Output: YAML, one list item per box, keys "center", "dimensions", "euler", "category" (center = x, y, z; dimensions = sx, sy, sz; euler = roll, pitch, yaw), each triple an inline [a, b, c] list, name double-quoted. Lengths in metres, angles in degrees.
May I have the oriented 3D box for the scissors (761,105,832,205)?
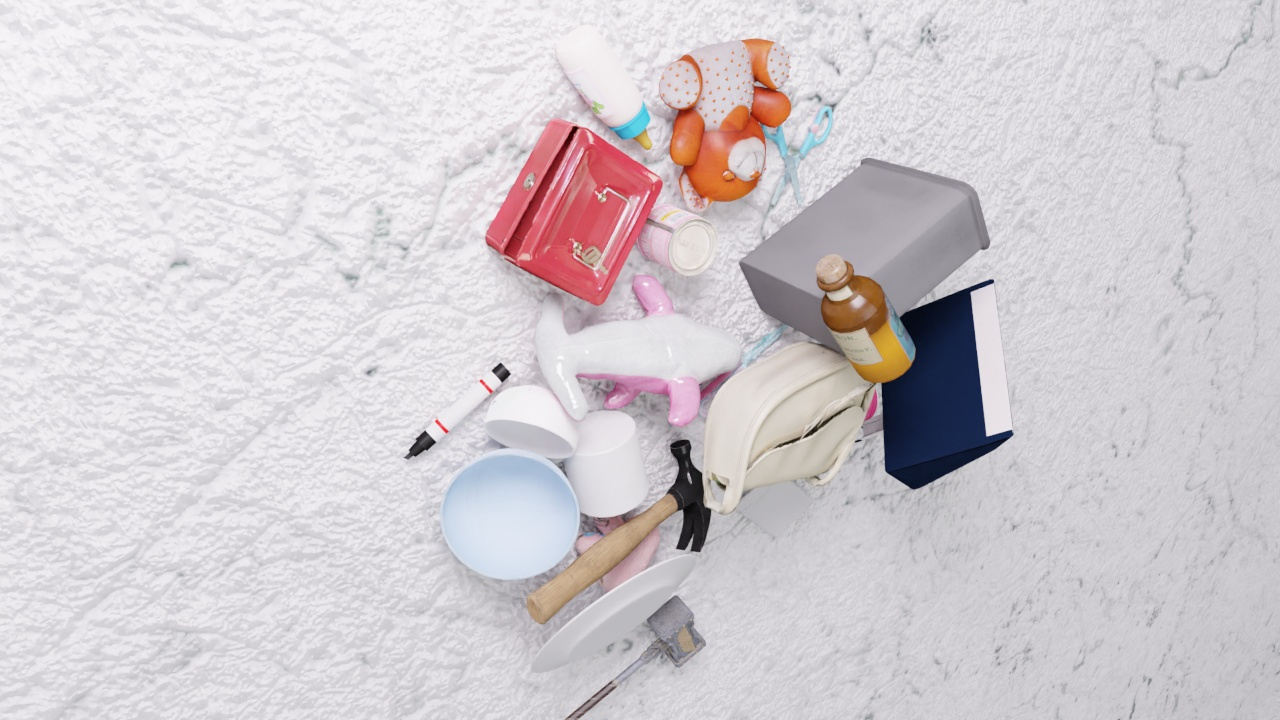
- center: [0.179, -0.255, 1.101]
  dimensions: [0.125, 0.015, 0.136]
  euler: [24, 90, -36]
  category: "scissors"

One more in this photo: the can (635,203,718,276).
- center: [0.039, -0.136, 1.025]
  dimensions: [0.067, 0.076, 0.067]
  euler: [-13, 116, -28]
  category: "can"

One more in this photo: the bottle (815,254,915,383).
- center: [0.228, -0.048, 0.957]
  dimensions: [0.067, 0.068, 0.157]
  euler: [-46, 126, -7]
  category: "bottle"

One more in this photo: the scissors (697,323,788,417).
- center: [0.132, 0.005, 1.185]
  dimensions: [0.174, 0.017, 0.076]
  euler: [-40, 122, -16]
  category: "scissors"

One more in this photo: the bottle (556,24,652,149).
- center: [-0.028, -0.271, 0.941]
  dimensions: [0.051, 0.051, 0.146]
  euler: [-46, 126, -7]
  category: "bottle"

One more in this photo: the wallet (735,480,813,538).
- center: [0.183, 0.195, 1.288]
  dimensions: [0.086, 0.032, 0.116]
  euler: [-44, 129, 5]
  category: "wallet"

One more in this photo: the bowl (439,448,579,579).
- center: [-0.143, 0.161, 1.027]
  dimensions: [0.150, 0.074, 0.151]
  euler: [-1, 104, -3]
  category: "bowl"

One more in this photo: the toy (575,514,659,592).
- center: [-0.029, 0.234, 1.159]
  dimensions: [0.105, 0.053, 0.108]
  euler: [42, 81, -27]
  category: "toy"

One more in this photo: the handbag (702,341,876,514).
- center: [0.187, 0.082, 1.060]
  dimensions: [0.228, 0.132, 0.184]
  euler: [-5, 107, -39]
  category: "handbag"

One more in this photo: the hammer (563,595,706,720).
- center: [-0.055, 0.448, 1.224]
  dimensions: [0.321, 0.044, 0.098]
  euler: [-36, 138, -14]
  category: "hammer"

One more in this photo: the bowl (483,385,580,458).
- center: [-0.115, 0.063, 1.004]
  dimensions: [0.105, 0.105, 0.054]
  euler: [34, 59, -37]
  category: "bowl"

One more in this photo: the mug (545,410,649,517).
- center: [-0.057, 0.124, 1.073]
  dimensions: [0.121, 0.091, 0.090]
  euler: [-16, 119, -7]
  category: "mug"

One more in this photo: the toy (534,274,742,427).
- center: [-0.006, 0.006, 1.051]
  dimensions: [0.265, 0.186, 0.128]
  euler: [0, 152, -33]
  category: "toy"

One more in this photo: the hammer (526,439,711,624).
- center: [-0.018, 0.218, 1.087]
  dimensions: [0.304, 0.040, 0.132]
  euler: [-31, 111, -44]
  category: "hammer"

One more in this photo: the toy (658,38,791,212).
- center: [0.093, -0.253, 0.999]
  dimensions: [0.163, 0.093, 0.173]
  euler: [-25, 124, -27]
  category: "toy"

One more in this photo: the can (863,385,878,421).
- center: [0.231, 0.060, 1.221]
  dimensions: [0.165, 0.088, 0.088]
  euler: [-18, 118, -25]
  category: "can"

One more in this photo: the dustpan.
- center: [0.375, 0.051, 1.231]
  dimensions: [0.080, 0.274, 0.235]
  euler: [32, 50, -34]
  category: "dustpan"

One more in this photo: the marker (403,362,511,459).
- center: [-0.200, 0.057, 0.995]
  dimensions: [0.145, 0.019, 0.019]
  euler: [-43, 126, -9]
  category: "marker"

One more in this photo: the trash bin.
- center: [0.263, -0.129, 1.098]
  dimensions: [0.219, 0.192, 0.097]
  euler: [-39, 125, -11]
  category: "trash bin"

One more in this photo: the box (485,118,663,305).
- center: [-0.064, -0.150, 0.949]
  dimensions: [0.129, 0.087, 0.158]
  euler: [27, 93, -36]
  category: "box"

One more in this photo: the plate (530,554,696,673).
- center: [-0.027, 0.320, 1.135]
  dimensions: [0.242, 0.016, 0.243]
  euler: [-30, 156, -15]
  category: "plate"
